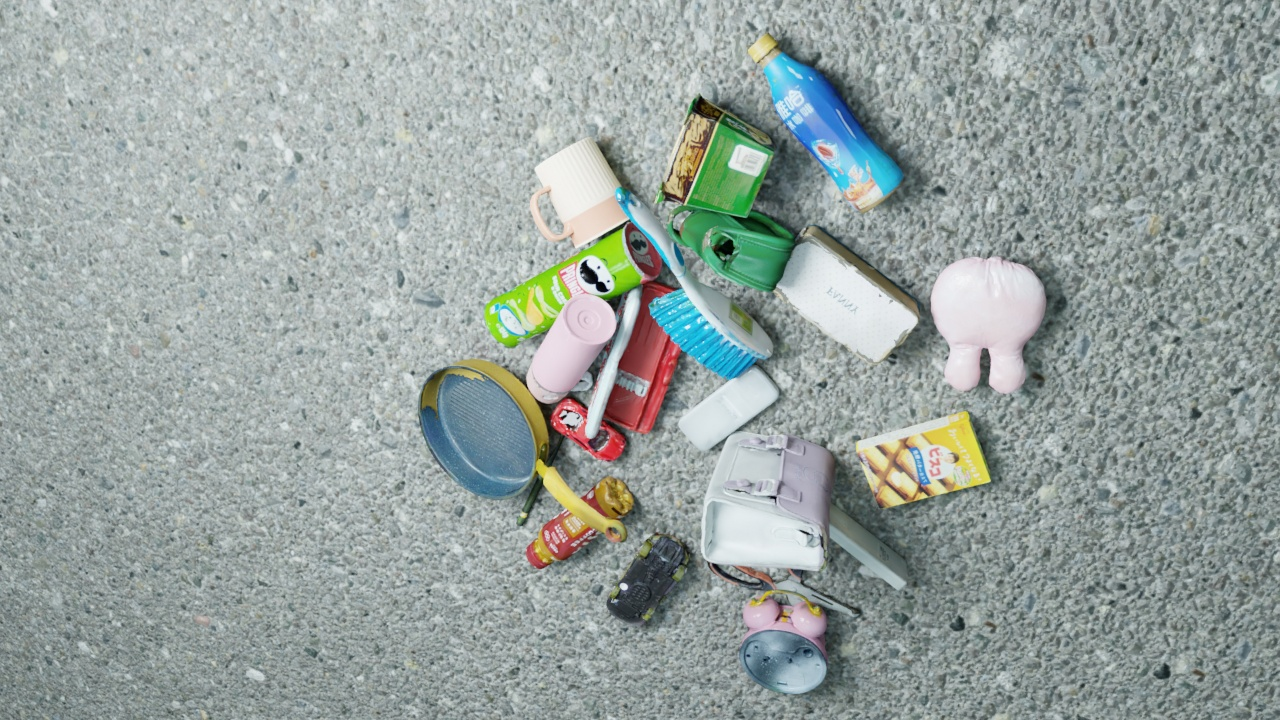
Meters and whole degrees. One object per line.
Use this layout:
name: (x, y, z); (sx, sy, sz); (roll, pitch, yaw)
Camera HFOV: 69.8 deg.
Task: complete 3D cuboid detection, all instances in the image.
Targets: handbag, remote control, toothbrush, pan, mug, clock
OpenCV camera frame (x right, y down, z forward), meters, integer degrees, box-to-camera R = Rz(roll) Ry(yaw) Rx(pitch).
handbag: (0.102, -0.134, 1.031); (0.120, 0.131, 0.068); (12, 112, -29)
remote control: (0.112, 0.061, 1.170); (0.136, 0.020, 0.056); (-40, 95, 24)
toothbrush: (-0.139, 0.159, 1.279); (0.017, 0.012, 0.186); (30, 115, 9)
pan: (-0.152, 0.130, 1.186); (0.358, 0.078, 0.198); (25, 124, 21)
mug: (-0.077, -0.191, 1.079); (0.106, 0.114, 0.082); (61, 156, -9)
handbag: (0.158, 0.162, 1.100); (0.145, 0.196, 0.098); (8, 112, 11)
clock: (0.195, 0.372, 1.236); (0.117, 0.059, 0.159); (3, 120, 16)
remote control: (0.283, 0.235, 1.172); (0.135, 0.056, 0.019); (37, 115, -2)

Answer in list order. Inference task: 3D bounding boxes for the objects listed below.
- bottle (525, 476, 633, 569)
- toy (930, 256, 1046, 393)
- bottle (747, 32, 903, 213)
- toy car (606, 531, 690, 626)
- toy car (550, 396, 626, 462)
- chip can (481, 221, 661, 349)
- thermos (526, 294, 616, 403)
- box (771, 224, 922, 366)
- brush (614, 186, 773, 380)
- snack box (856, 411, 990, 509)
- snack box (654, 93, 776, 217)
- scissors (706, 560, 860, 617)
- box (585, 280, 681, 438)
bottle: (-0.088, 0.229, 1.266); (0.175, 0.057, 0.057); (-40, 96, 24)
toy: (0.391, -0.040, 1.040); (0.121, 0.054, 0.159); (5, 111, 21)
bottle: (0.198, -0.263, 1.001); (0.065, 0.065, 0.218); (-37, 97, 24)
toy car: (0.008, 0.306, 1.278); (0.070, 0.042, 0.158); (34, 114, 1)
toy car: (-0.069, 0.094, 1.218); (0.106, 0.031, 0.049); (36, 95, -3)
chip can: (-0.087, -0.087, 1.120); (0.237, 0.072, 0.072); (-24, 103, 32)
thermos: (-0.082, -0.006, 1.129); (0.087, 0.067, 0.199); (9, 152, -16)
box: (0.241, -0.072, 1.066); (0.184, 0.061, 0.090); (38, 115, -4)
brush: (0.047, -0.079, 1.030); (0.110, 0.060, 0.314); (-22, 135, 39)
snack box: (0.346, 0.123, 1.126); (0.141, 0.033, 0.087); (-19, 105, 19)
snack box: (0.089, -0.221, 1.020); (0.105, 0.117, 0.118); (21, 116, 1)
scissors: (0.190, 0.296, 1.240); (0.189, 0.015, 0.223); (-9, 111, 19)
box: (-0.008, 0.007, 1.138); (0.095, 0.101, 0.202); (22, 114, 7)
